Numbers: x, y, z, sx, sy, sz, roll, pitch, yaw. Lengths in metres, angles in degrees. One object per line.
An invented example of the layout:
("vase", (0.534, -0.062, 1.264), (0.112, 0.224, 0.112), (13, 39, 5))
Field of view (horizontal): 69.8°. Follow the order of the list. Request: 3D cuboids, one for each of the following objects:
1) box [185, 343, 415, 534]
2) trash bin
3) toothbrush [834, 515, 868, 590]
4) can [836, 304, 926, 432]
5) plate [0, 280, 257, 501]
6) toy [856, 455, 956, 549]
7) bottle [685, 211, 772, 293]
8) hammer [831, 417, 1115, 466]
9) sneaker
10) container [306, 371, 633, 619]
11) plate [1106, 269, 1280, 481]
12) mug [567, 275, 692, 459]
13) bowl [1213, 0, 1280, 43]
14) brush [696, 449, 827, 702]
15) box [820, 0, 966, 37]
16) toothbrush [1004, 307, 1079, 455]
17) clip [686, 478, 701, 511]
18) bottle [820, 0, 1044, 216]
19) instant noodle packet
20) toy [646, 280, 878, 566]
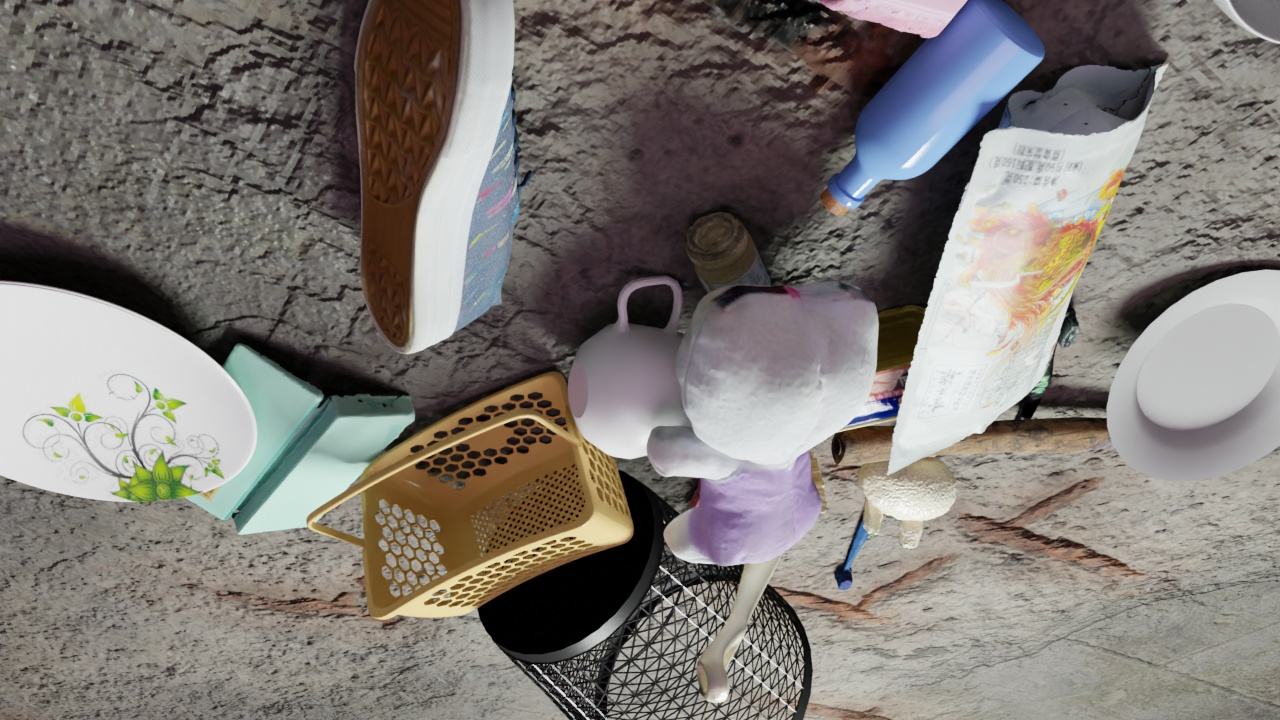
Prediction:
("box", (-0.269, 0.068, 0.679), (0.138, 0.056, 0.188), (18, 135, -35))
("trash bin", (-0.002, 0.224, 0.778), (0.217, 0.216, 0.243), (-22, 131, 20))
("toothbrush", (0.211, 0.171, 0.872), (0.016, 0.017, 0.190), (-2, 141, -5))
("can", (0.158, 0.007, 0.637), (0.100, 0.053, 0.059), (-14, 139, 11))
("plate", (-0.374, 0.020, 0.614), (0.229, 0.030, 0.230), (-1, 139, -1))
("toy", (0.223, 0.101, 0.761), (0.087, 0.050, 0.112), (13, 97, -13))
("bottle", (0.062, -0.044, 0.575), (0.043, 0.042, 0.110), (-18, 138, 15))
("hammer", (0.310, 0.053, 0.713), (0.330, 0.033, 0.120), (-2, 137, -11))
("sneaker", (-0.094, -0.104, 0.475), (0.079, 0.087, 0.236), (-23, 149, -36))
("container", (-0.116, 0.093, 0.648), (0.184, 0.129, 0.167), (-27, 147, 15))
("plate", (0.418, 0.011, 0.665), (0.172, 0.019, 0.173), (-3, 119, -5))
("mug", (-0.004, 0.004, 0.601), (0.076, 0.090, 0.124), (0, 111, -25))
("bowl", (0.296, -0.207, 0.380), (0.132, 0.064, 0.132), (-3, 141, -2))
("brush", (0.084, 0.138, 0.650), (0.077, 0.271, 0.062), (-2, 114, 20))
("box", (0.130, -0.237, 0.327), (0.172, 0.075, 0.234), (19, 135, -23))
("toothbrush", (0.305, 0.025, 0.705), (0.014, 0.017, 0.188), (-7, 142, 0))
("clip", (0.065, 0.119, 0.793), (0.041, 0.023, 0.060), (5, 146, -19))
("bottle", (0.142, -0.125, 0.478), (0.048, 0.048, 0.131), (19, 135, -26))
("instant noodle packet", (0.229, -0.040, 0.559), (0.146, 0.057, 0.270), (-23, 139, -18))
("toy", (0.075, 0.044, 0.562), (0.137, 0.085, 0.210), (-17, 133, -23))
